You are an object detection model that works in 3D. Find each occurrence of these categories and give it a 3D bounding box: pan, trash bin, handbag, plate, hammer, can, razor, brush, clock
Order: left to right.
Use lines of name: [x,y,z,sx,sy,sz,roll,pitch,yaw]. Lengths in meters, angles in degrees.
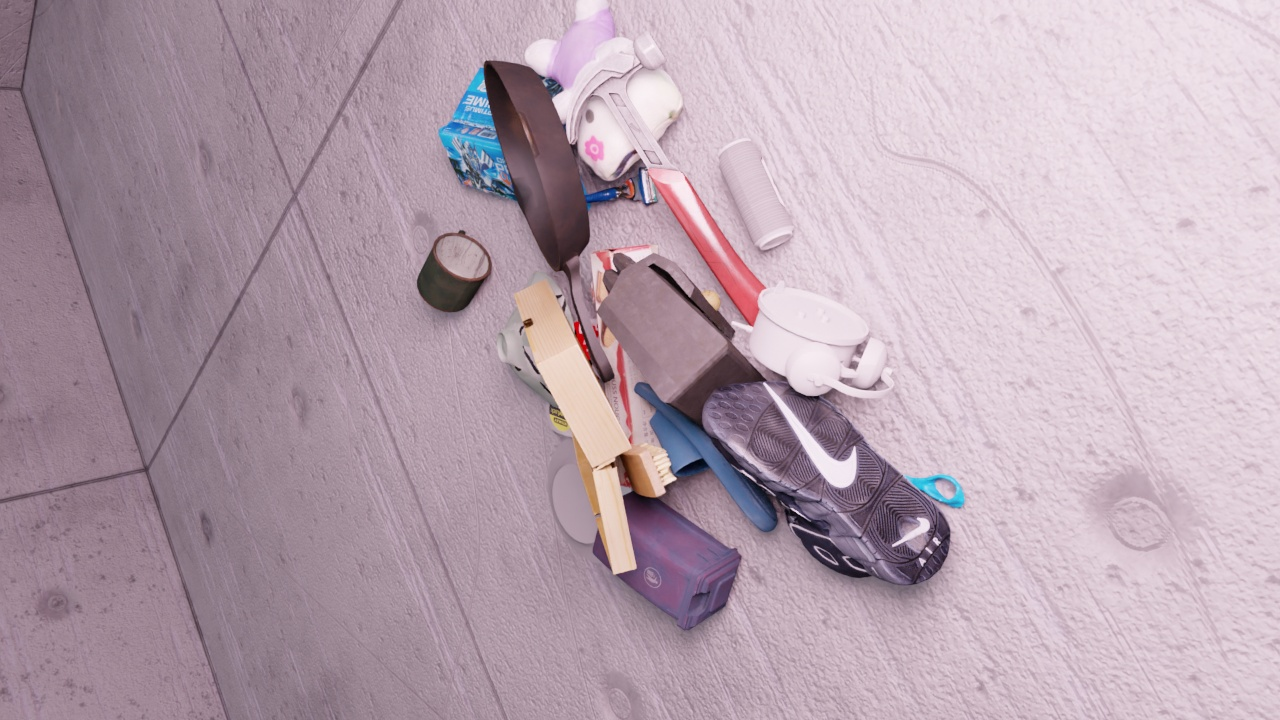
pan: [-0.085,-0.149,0.975,0.249,0.043,0.356,154,96,-79]
plate: [-0.074,0.186,1.208,0.173,0.019,0.173,12,108,43]
razor: [-0.047,-0.193,1.070,0.141,0.018,0.044,-7,96,23]
brush: [0.005,0.113,0.979,0.117,0.039,0.049,177,72,-78]
trash bin: [0.032,0.226,1.063,0.161,0.092,0.094,31,120,32]
handbag: [0.038,-0.036,0.937,0.102,0.197,0.199,-43,64,5]
hammer: [0.041,-0.163,0.934,0.126,0.036,0.315,-32,94,14]
can: [0.115,-0.166,0.918,0.044,0.043,0.106,-33,76,44]
clock: [0.167,-0.015,0.850,0.159,0.119,0.061,42,126,42]

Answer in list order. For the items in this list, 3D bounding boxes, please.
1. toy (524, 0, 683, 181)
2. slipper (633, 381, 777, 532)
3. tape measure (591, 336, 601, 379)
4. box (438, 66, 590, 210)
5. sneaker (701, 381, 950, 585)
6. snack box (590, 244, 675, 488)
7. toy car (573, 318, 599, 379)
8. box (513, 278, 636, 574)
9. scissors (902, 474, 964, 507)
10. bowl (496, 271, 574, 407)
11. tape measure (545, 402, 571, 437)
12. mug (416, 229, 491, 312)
toy: [-0.041,-0.297,1.012,0.138,0.085,0.209,-38,62,17]
slipper: [0.066,0.106,0.991,0.059,0.103,0.213,-44,75,7]
tape measure: [-0.030,0.000,1.120,0.062,0.020,0.060,39,125,34]
box: [-0.162,-0.280,1.154,0.244,0.075,0.167,22,114,40]
sneaker: [0.158,0.121,0.875,0.252,0.097,0.151,39,156,6]
snack box: [-0.006,0.006,1.059,0.044,0.076,0.273,2,101,49]
toy car: [-0.069,-0.008,1.144,0.025,0.038,0.089,8,104,44]
box: [-0.066,0.060,0.996,0.247,0.076,0.257,-120,17,-67]
scissors: [0.243,0.119,0.874,0.134,0.016,0.073,31,122,39]
bowl: [-0.145,-0.022,1.166,0.174,0.067,0.174,31,125,57]
tape measure: [-0.099,0.065,1.207,0.064,0.016,0.065,18,111,42]
mug: [-0.264,-0.131,1.293,0.081,0.085,0.110,-49,33,42]
